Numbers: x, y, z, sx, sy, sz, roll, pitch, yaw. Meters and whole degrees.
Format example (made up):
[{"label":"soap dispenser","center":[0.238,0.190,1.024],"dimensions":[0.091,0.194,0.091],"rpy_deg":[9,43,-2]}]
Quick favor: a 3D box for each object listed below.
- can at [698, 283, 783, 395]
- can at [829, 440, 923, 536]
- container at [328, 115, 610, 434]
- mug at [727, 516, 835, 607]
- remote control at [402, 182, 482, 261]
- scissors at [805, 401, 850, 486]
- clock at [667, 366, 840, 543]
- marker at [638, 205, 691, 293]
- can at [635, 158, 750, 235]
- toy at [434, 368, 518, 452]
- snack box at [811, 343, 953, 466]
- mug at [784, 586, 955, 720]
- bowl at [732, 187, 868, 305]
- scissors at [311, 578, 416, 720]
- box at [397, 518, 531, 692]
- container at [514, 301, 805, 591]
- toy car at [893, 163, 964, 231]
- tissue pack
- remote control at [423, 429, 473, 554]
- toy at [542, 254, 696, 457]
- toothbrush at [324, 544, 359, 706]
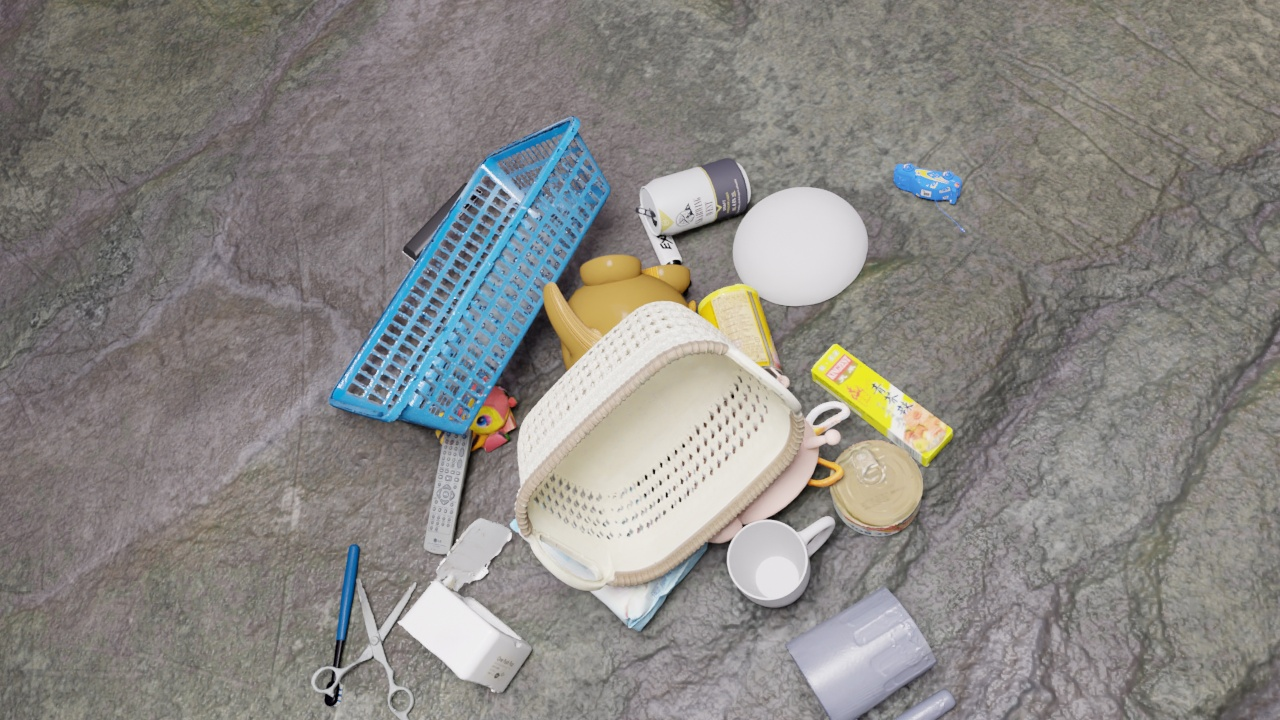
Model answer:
[{"label":"can","center":[0.105,-0.021,0.966],"dimensions":[0.068,0.068,0.105],"rpy_deg":[-17,64,7]},{"label":"can","center":[0.226,0.123,0.881],"dimensions":[0.086,0.043,0.086],"rpy_deg":[-6,65,12]},{"label":"container","center":[-0.180,-0.078,1.001],"dimensions":[0.258,0.089,0.361],"rpy_deg":[3,61,59]},{"label":"mug","center":[0.137,0.183,0.851],"dimensions":[0.107,0.089,0.071],"rpy_deg":[-35,62,-2]},{"label":"remote control","center":[-0.253,-0.178,1.164],"dimensions":[0.028,0.012,0.124],"rpy_deg":[36,80,26]},{"label":"scissors","center":[0.159,0.082,0.909],"dimensions":[0.127,0.011,0.125],"rpy_deg":[-51,38,-14]},{"label":"clock","center":[0.096,0.087,0.884],"dimensions":[0.160,0.086,0.131],"rpy_deg":[-46,28,8]},{"label":"marker","center":[0.028,-0.130,1.059],"dimensions":[0.025,0.025,0.125],"rpy_deg":[-24,62,4]},{"label":"can","center":[0.056,-0.182,1.036],"dimensions":[0.127,0.064,0.064],"rpy_deg":[-19,62,-12]},{"label":"toy","center":[-0.179,0.061,1.019],"dimensions":[0.103,0.046,0.084],"rpy_deg":[-36,84,9]},{"label":"snack box","center":[0.240,0.043,0.921],"dimensions":[0.040,0.029,0.148],"rpy_deg":[-46,63,-8]},{"label":"mug","center":[0.203,0.277,0.805],"dimensions":[0.104,0.084,0.124],"rpy_deg":[-32,86,-3]},{"label":"bowl","center":[0.173,-0.135,1.011],"dimensions":[0.150,0.043,0.149],"rpy_deg":[-6,65,13]},{"label":"scissors","center":[-0.268,0.306,0.947],"dimensions":[0.141,0.014,0.173],"rpy_deg":[-37,68,-13]},{"label":"box","center":[-0.153,0.230,0.904],"dimensions":[0.126,0.109,0.136],"rpy_deg":[32,74,27]},{"label":"container","center":[0.007,0.069,0.798],"dimensions":[0.246,0.184,0.142],"rpy_deg":[-43,34,11]},{"label":"toy car","center":[0.313,-0.174,0.994],"dimensions":[0.092,0.033,0.061],"rpy_deg":[17,65,21]},{"label":"tissue pack","center":[-0.034,0.173,0.914],"dimensions":[0.182,0.070,0.112],"rpy_deg":[33,77,26]},{"label":"remote control","center":[-0.207,0.140,0.989],"dimensions":[0.033,0.013,0.136],"rpy_deg":[7,84,17]},{"label":"toy","center":[-0.006,0.006,0.942],"dimensions":[0.163,0.198,0.203],"rpy_deg":[-18,72,47]},{"label":"toothbrush","center":[-0.316,0.279,0.976],"dimensions":[0.014,0.014,0.167],"rpy_deg":[-4,65,12]}]
